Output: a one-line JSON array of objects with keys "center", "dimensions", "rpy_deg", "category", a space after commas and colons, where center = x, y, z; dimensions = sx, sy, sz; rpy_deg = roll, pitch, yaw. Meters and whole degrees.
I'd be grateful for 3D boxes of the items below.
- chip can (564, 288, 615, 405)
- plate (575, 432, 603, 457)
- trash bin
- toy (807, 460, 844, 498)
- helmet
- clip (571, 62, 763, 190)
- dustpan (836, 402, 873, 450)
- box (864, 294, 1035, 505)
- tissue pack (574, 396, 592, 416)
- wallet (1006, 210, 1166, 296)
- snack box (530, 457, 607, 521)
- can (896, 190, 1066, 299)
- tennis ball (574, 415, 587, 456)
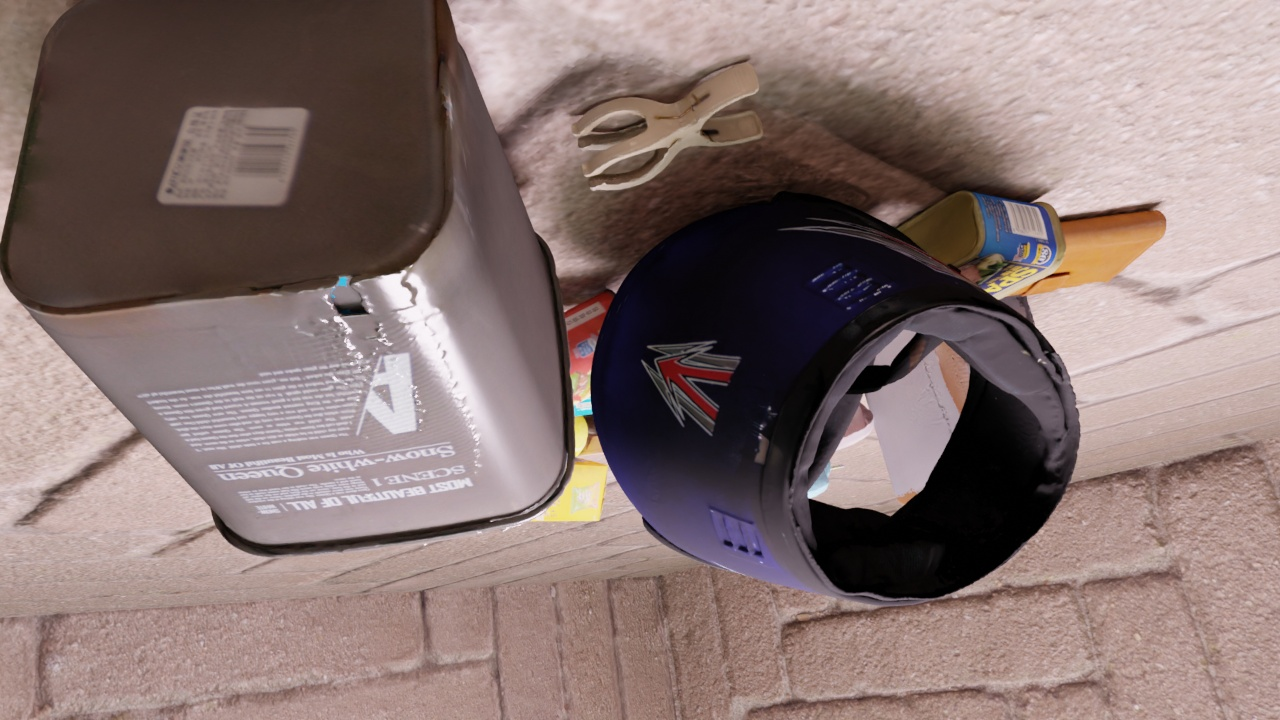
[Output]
[{"center": [-0.102, 0.023, 0.692], "dimensions": [0.216, 0.073, 0.073], "rpy_deg": [-29, 165, -11], "category": "chip can"}, {"center": [0.034, 0.087, 1.078], "dimensions": [0.229, 0.028, 0.229], "rpy_deg": [-7, 175, -1], "category": "plate"}, {"center": [-0.140, -0.036, 0.420], "dimensions": [0.199, 0.198, 0.220], "rpy_deg": [-7, 154, -2], "category": "trash bin"}, {"center": [0.110, 0.105, 0.857], "dimensions": [0.156, 0.050, 0.161], "rpy_deg": [7, -155, 7], "category": "toy"}, {"center": [0.113, 0.023, 0.624], "dimensions": [0.315, 0.247, 0.240], "rpy_deg": [15, -170, -38], "category": "helmet"}, {"center": [0.015, -0.121, 0.480], "dimensions": [0.100, 0.034, 0.070], "rpy_deg": [-15, 161, 4], "category": "clip"}, {"center": [0.111, 0.062, 0.920], "dimensions": [0.222, 0.138, 0.274], "rpy_deg": [-9, 162, 1], "category": "dustpan"}, {"center": [0.285, 0.035, 0.843], "dimensions": [0.148, 0.181, 0.146], "rpy_deg": [-8, 162, 0], "category": "box"}, {"center": [-0.092, 0.022, 0.846], "dimensions": [0.133, 0.050, 0.093], "rpy_deg": [-8, 161, -3], "category": "tissue pack"}, {"center": [0.339, -0.083, 0.750], "dimensions": [0.132, 0.031, 0.108], "rpy_deg": [-7, 161, 0], "category": "wallet"}, {"center": [-0.166, 0.136, 1.054], "dimensions": [0.158, 0.070, 0.209], "rpy_deg": [7, 178, 45], "category": "snack box"}, {"center": [0.239, -0.079, 0.671], "dimensions": [0.083, 0.057, 0.102], "rpy_deg": [4, 159, -28], "category": "can"}, {"center": [-0.090, 0.079, 1.001], "dimensions": [0.065, 0.065, 0.065], "rpy_deg": [-7, 162, -3], "category": "tennis ball"}]
